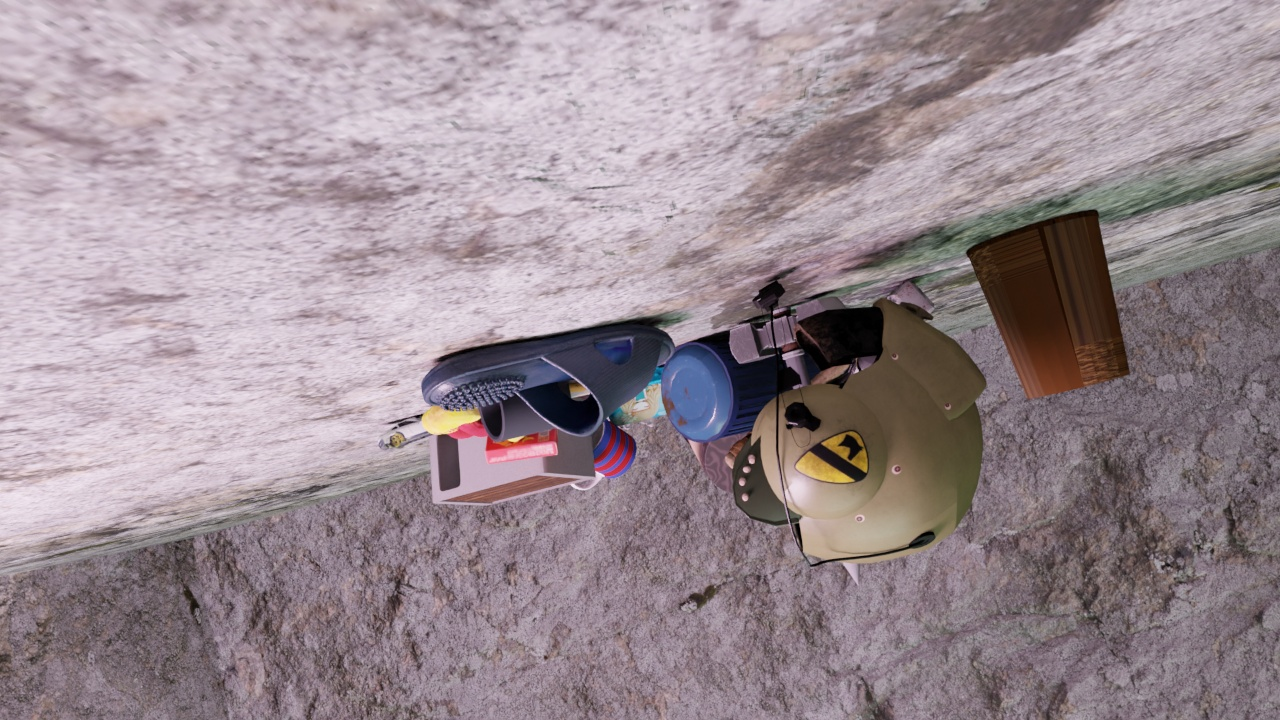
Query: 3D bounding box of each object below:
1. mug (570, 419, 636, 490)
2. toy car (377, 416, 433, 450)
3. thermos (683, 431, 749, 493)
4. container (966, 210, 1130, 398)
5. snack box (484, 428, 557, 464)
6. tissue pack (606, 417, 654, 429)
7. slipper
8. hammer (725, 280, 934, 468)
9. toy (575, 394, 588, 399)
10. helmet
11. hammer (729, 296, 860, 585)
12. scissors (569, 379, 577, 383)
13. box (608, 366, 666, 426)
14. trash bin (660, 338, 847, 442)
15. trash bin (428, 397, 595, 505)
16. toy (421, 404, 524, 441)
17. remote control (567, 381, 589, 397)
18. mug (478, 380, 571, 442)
[{"bbox_3d":[-0.066,0.145,1.378,0.075,0.111,0.076,17,164,49],"label":"mug"},{"bbox_3d":[-0.288,0.089,1.189,0.105,0.033,0.048,-18,173,-9],"label":"toy car"},{"bbox_3d":[0.152,0.113,1.506,0.173,0.173,0.226,-15,-161,1],"label":"thermos"},{"bbox_3d":[0.431,-0.054,0.957,0.132,0.167,0.132,-15,175,-2],"label":"container"},{"bbox_3d":[-0.151,0.085,1.186,0.089,0.021,0.132,-7,-153,-1],"label":"snack box"},{"bbox_3d":[-0.024,0.077,1.543,0.181,0.071,0.104,-9,-176,-19],"label":"tissue pack"},{"bbox_3d":[-0.067,0.026,0.838,0.263,0.082,0.101,-8,158,-36],"label":"slipper"},{"bbox_3d":[0.228,0.023,1.136,0.318,0.049,0.121,-42,176,-4],"label":"hammer"},{"bbox_3d":[-0.112,0.076,1.418,0.098,0.053,0.096,-37,171,-48],"label":"toy"},{"bbox_3d":[0.190,0.053,0.832,0.233,0.255,0.250,-12,176,5],"label":"helmet"},{"bbox_3d":[0.204,0.096,1.048,0.156,0.322,0.043,-20,173,42],"label":"hammer"},{"bbox_3d":[-0.010,0.009,1.227,0.171,0.014,0.090,-9,174,-32],"label":"scissors"},{"bbox_3d":[0.052,0.045,1.439,0.227,0.083,0.172,-14,174,-8],"label":"box"},{"bbox_3d":[0.151,0.029,1.225,0.248,0.139,0.140,-8,171,-41],"label":"trash bin"},{"bbox_3d":[-0.192,0.134,1.347,0.229,0.114,0.114,-18,160,34],"label":"trash bin"},{"bbox_3d":[-0.198,0.071,1.123,0.137,0.067,0.106,-5,170,-23],"label":"toy"},{"bbox_3d":[-0.111,0.042,1.213,0.125,0.018,0.038,-11,-163,-41],"label":"remote control"},{"bbox_3d":[-0.131,0.038,0.976,0.077,0.071,0.105,-12,-160,-29],"label":"mug"}]
